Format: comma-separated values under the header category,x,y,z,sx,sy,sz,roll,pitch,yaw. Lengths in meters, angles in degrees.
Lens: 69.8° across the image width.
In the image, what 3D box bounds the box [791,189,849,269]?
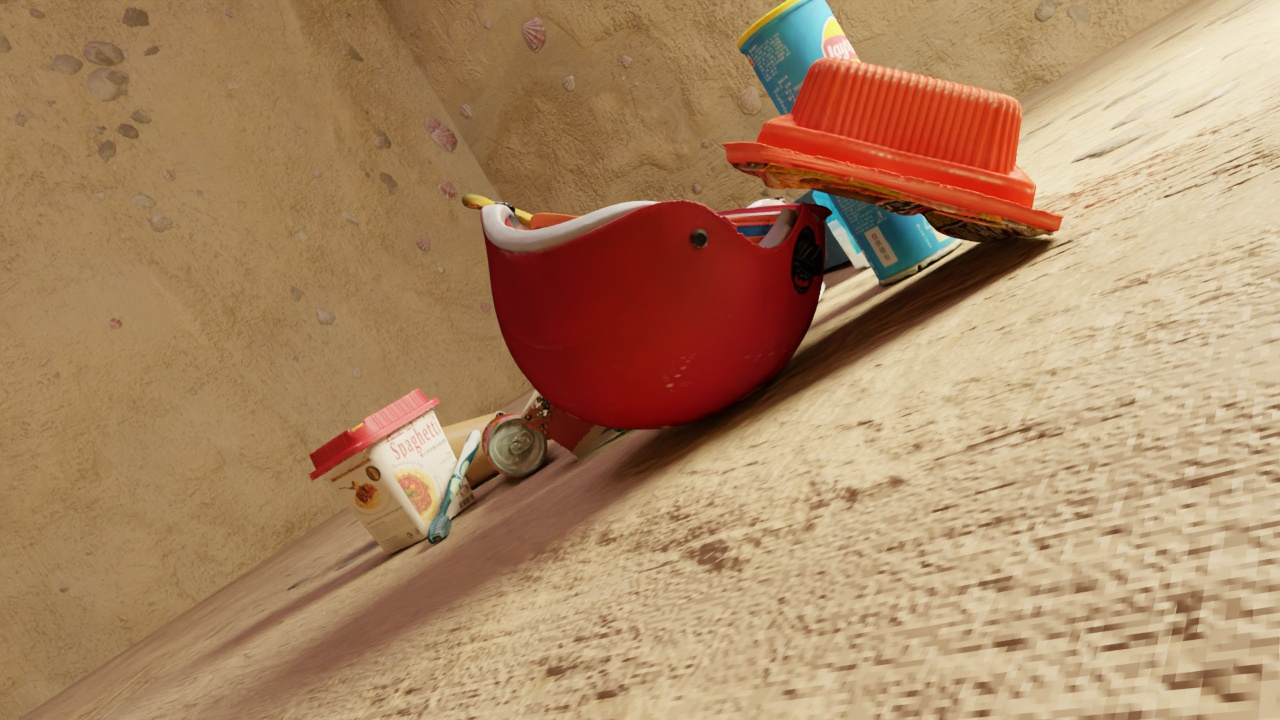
category,x,y,z,sx,sy,sz,roll,pitch,yaw
box,0.210,-0.149,1.012,0.059,0.090,0.184,-28,0,-6

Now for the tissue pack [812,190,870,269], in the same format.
category,x,y,z,sx,sy,sz,roll,pitch,yaw
tissue pack,0.232,-0.154,0.880,0.139,0.090,0.063,-35,5,-39

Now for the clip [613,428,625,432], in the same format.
category,x,y,z,sx,sy,sz,roll,pitch,yaw
clip,0.000,0.043,0.746,0.054,0.013,0.033,-27,4,25

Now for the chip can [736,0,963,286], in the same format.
category,x,y,z,sx,sy,sz,roll,pitch,yaw
chip can,0.155,-0.162,0.675,0.071,0.210,0.071,-32,4,2

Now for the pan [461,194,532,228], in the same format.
category,x,y,z,sx,sy,sz,roll,pitch,yaw
pan,-0.037,-0.118,1.075,0.357,0.078,0.198,11,-5,-17

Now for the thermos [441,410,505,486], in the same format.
category,x,y,z,sx,sy,sz,roll,pitch,yaw
thermos,-0.211,0.111,1.043,0.143,0.093,0.093,-22,6,15

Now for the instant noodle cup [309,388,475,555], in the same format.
category,x,y,z,sx,sy,sz,roll,pitch,yaw
instant noodle cup,-0.234,0.110,0.888,0.117,0.124,0.116,-29,5,37

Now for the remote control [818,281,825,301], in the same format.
category,x,y,z,sx,sy,sz,roll,pitch,yaw
remote control,0.138,-0.054,0.830,0.049,0.024,0.124,-30,3,19

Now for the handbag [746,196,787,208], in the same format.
category,x,y,z,sx,sy,sz,roll,pitch,yaw
handbag,0.087,-0.073,0.845,0.134,0.075,0.193,-62,-5,26

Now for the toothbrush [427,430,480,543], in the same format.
category,x,y,z,sx,sy,sz,roll,pitch,yaw
toothbrush,-0.167,0.111,0.851,0.018,0.016,0.191,-21,21,12

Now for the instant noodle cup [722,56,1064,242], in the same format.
category,x,y,z,sx,sy,sz,roll,pitch,yaw
instant noodle cup,0.147,-0.125,0.550,0.189,0.079,0.164,13,10,5

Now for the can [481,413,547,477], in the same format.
category,x,y,z,sx,sy,sz,roll,pitch,yaw
can,-0.126,0.082,0.905,0.058,0.058,0.147,-32,4,-11

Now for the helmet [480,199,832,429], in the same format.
category,x,y,z,sx,sy,sz,roll,pitch,yaw
helmet,0.018,-0.033,0.588,0.207,0.144,0.239,6,12,44

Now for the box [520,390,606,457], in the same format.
category,x,y,z,sx,sy,sz,roll,pitch,yaw
box,-0.043,-0.008,0.789,0.092,0.076,0.167,-49,11,41
